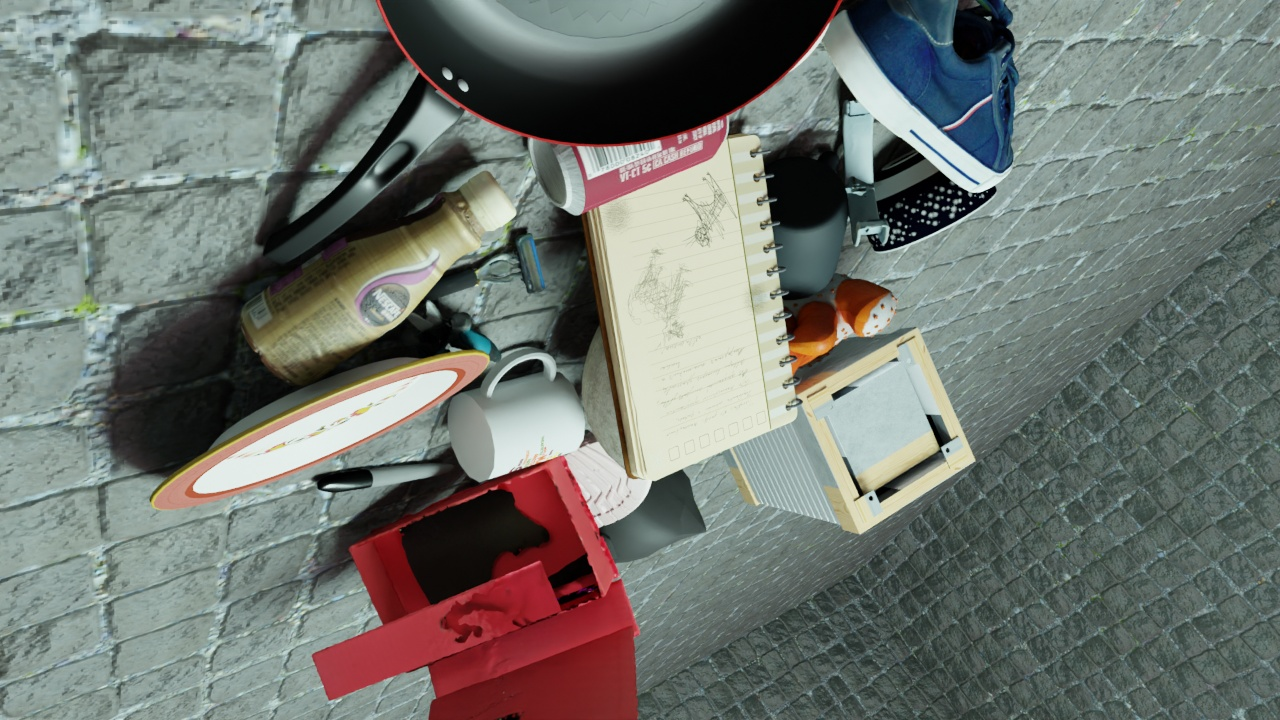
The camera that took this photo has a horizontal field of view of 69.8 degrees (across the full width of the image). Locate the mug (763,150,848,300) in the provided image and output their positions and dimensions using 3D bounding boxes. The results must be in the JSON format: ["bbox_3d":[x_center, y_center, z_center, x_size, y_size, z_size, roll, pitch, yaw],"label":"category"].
[{"bbox_3d":[0.135,-0.124,0.762,0.121,0.085,0.095,-57,163,-21],"label":"mug"}]

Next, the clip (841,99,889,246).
[{"bbox_3d":[0.180,-0.175,0.755,0.030,0.159,0.173,-4,-165,8],"label":"clip"}]

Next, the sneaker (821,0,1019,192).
[{"bbox_3d":[0.252,-0.222,0.695,0.127,0.120,0.294,-33,157,28],"label":"sneaker"}]

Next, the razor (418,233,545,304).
[{"bbox_3d":[-0.135,-0.048,0.615,0.144,0.022,0.043,-20,110,-22],"label":"razor"}]

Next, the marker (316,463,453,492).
[{"bbox_3d":[-0.217,0.099,0.787,0.022,0.016,0.138,-13,173,37],"label":"marker"}]

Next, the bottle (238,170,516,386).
[{"bbox_3d":[-0.149,-0.053,0.537,0.166,0.059,0.060,-35,156,-2],"label":"bottle"}]

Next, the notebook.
[{"bbox_3d":[0.044,-0.043,0.660,0.167,0.225,0.024,-18,-166,-34],"label":"notebook"}]

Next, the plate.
[{"bbox_3d":[-0.210,0.039,0.614,0.230,0.021,0.230,-26,175,-3],"label":"plate"}]

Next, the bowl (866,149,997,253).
[{"bbox_3d":[0.257,-0.158,0.847,0.120,0.066,0.120,-29,-171,5],"label":"bowl"}]

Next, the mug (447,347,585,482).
[{"bbox_3d":[-0.103,0.040,0.766,0.089,0.073,0.105,-15,124,-38],"label":"mug"}]

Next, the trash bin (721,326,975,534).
[{"bbox_3d":[0.191,0.067,0.963,0.142,0.142,0.247,-27,-173,-17],"label":"trash bin"}]

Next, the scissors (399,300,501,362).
[{"bbox_3d":[-0.138,-0.011,0.647,0.122,0.019,0.149,-5,160,-39],"label":"scissors"}]

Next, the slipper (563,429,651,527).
[{"bbox_3d":[-0.086,0.123,0.902,0.240,0.064,0.094,-26,117,25],"label":"slipper"}]

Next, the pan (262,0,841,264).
[{"bbox_3d":[-0.068,-0.149,0.436,0.357,0.067,0.208,-26,144,29],"label":"pan"}]

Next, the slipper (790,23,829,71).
[{"bbox_3d":[0.046,-0.210,0.504,0.107,0.055,0.221,-42,154,19],"label":"slipper"}]

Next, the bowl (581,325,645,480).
[{"bbox_3d":[-0.005,0.004,0.762,0.081,0.178,0.179,17,141,-4],"label":"bowl"}]

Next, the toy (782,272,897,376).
[{"bbox_3d":[0.128,-0.014,0.820,0.172,0.093,0.164,-23,177,-18],"label":"toy"}]

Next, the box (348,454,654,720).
[{"bbox_3d":[-0.112,0.260,0.806,0.211,0.318,0.121,-23,160,10],"label":"box"}]

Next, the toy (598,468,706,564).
[{"bbox_3d":[-0.030,0.182,1.032,0.185,0.140,0.158,-40,-165,38],"label":"toy"}]

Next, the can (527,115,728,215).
[{"bbox_3d":[-0.007,-0.137,0.561,0.114,0.063,0.063,-26,155,-19],"label":"can"}]
